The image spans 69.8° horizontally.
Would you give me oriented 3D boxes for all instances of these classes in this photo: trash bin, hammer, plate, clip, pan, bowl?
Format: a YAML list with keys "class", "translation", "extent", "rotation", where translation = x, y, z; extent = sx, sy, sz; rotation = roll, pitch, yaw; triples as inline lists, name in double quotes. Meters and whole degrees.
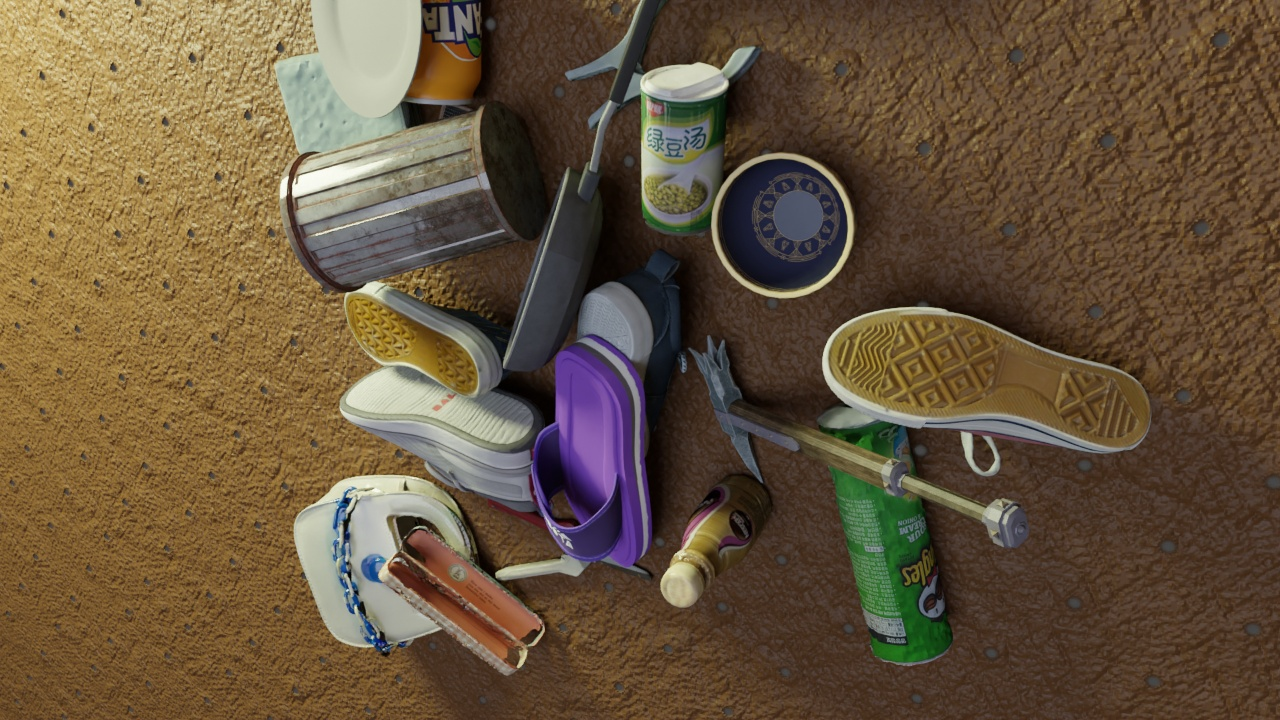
- class: "trash bin"
  translation: [-0.207, -0.142, 0.818]
  extent: [0.211, 0.130, 0.131]
  rotation: [-12, 103, 17]
- class: "hammer"
  translation: [0.156, 0.076, 0.697]
  extent: [0.317, 0.028, 0.147]
  rotation: [22, 139, 57]
- class: "plate"
  translation: [-0.232, -0.298, 0.781]
  extent: [0.179, 0.012, 0.178]
  rotation: [16, 114, 42]
- class: "clip"
  translation: [0.028, -0.225, 0.753]
  extent: [0.172, 0.029, 0.141]
  rotation: [-31, 92, 31]
- class: "pan"
  translation: [-0.040, -0.136, 0.726]
  extent: [0.041, 0.178, 0.358]
  rotation: [18, 128, -10]
- class: "bowl"
  translation: [0.119, -0.111, 0.730]
  extent: [0.112, 0.061, 0.112]
  rotation: [9, 111, 23]

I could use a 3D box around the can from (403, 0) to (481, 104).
- class: "can"
  translation: [-0.178, -0.299, 0.794]
  extent: [0.079, 0.078, 0.143]
  rotation: [13, 113, 21]

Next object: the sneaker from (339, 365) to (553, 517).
- class: "sneaker"
  translation: [-0.196, 0.081, 0.940]
  extent: [0.263, 0.096, 0.129]
  rotation: [15, 135, 30]

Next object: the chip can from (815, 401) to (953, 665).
- class: "chip can"
  translation: [0.206, 0.140, 0.773]
  extent: [0.076, 0.075, 0.223]
  rotation: [-9, 104, 28]

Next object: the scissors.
- class: "scissors"
  translation: [-0.088, 0.197, 0.966]
  extent: [0.193, 0.015, 0.180]
  rotation: [44, 119, 5]

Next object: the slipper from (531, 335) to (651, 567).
- class: "slipper"
  translation: [-0.056, 0.103, 0.812]
  extent: [0.107, 0.083, 0.267]
  rotation: [35, 144, 30]

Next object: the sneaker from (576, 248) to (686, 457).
- class: "sneaker"
  translation: [-0.005, 0.005, 0.818]
  extent: [0.089, 0.087, 0.236]
  rotation: [39, 146, 24]

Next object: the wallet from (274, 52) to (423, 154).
- class: "wallet"
  translation: [-0.274, -0.247, 0.877]
  extent: [0.132, 0.054, 0.100]
  rotation: [2, 116, 22]

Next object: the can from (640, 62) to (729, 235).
- class: "can"
  translation: [0.034, -0.167, 0.729]
  extent: [0.067, 0.067, 0.121]
  rotation: [16, 132, 20]

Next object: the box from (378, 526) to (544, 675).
- class: "box"
  translation: [-0.188, 0.258, 0.986]
  extent: [0.187, 0.083, 0.043]
  rotation: [40, 131, -9]

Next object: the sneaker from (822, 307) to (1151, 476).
- class: "sneaker"
  translation: [0.253, 0.022, 0.699]
  extent: [0.241, 0.088, 0.118]
  rotation: [14, 82, 0]

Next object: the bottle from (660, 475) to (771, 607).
- class: "bottle"
  translation: [0.063, 0.157, 0.792]
  extent: [0.060, 0.165, 0.060]
  rotation: [9, 112, 23]

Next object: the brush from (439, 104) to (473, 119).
- class: "brush"
  translation: [-0.180, -0.175, 0.877]
  extent: [0.050, 0.015, 0.136]
  rotation: [23, 116, 16]

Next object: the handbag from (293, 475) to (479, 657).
- class: "handbag"
  translation: [-0.280, 0.227, 1.030]
  extent: [0.200, 0.092, 0.201]
  rotation: [-13, 102, 20]

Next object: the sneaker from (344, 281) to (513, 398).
- class: "sneaker"
  translation: [-0.205, -0.033, 0.908]
  extent: [0.236, 0.079, 0.087]
  rotation: [20, 125, 38]
